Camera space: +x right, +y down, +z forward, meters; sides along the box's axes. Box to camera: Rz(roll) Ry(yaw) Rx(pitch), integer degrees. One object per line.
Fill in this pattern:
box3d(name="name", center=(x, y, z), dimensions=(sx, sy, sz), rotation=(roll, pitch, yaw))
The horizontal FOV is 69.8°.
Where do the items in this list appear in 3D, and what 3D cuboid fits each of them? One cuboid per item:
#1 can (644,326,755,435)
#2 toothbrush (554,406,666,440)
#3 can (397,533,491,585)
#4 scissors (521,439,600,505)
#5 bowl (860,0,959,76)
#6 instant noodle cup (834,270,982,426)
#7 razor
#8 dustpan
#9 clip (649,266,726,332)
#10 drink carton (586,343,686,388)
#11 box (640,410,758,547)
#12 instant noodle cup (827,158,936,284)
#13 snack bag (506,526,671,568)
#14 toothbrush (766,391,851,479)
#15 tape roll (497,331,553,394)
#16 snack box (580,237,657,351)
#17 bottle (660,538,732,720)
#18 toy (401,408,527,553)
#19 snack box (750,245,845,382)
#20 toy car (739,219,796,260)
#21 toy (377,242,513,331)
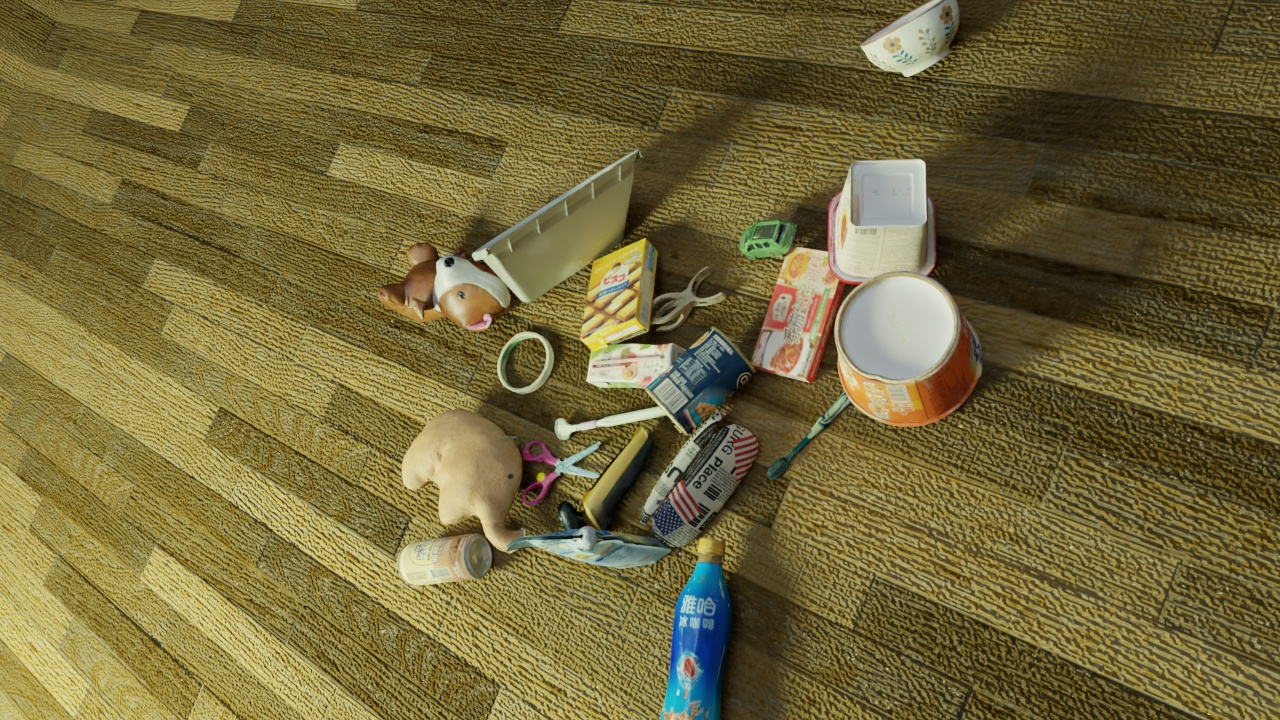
box3d(name="can", center=(0.068, 0.025, 1.067), dimensions=(0.111, 0.075, 0.075), rotation=(-42, 57, -3))
box3d(name="toothbrush", center=(-0.024, 0.072, 1.152), dimensions=(0.190, 0.020, 0.029), rotation=(-12, 98, 25))
box3d(name="can", center=(-0.255, 0.261, 1.199), dimensions=(0.116, 0.058, 0.058), rotation=(-12, 68, 27))
box3d(name="scissors", center=(-0.106, 0.130, 1.181), dimensions=(0.134, 0.017, 0.113), rotation=(-33, 56, 18))
box3d(name="bowl", center=(0.320, -0.370, 1.062), dimensions=(0.114, 0.113, 0.062), rotation=(-28, 105, 19))
box3d(name="instant noodle cup", center=(0.270, -0.017, 0.946), dimensions=(0.152, 0.111, 0.151), rotation=(-8, 70, 21))
box3d(name="razor", center=(-0.039, 0.151, 1.115), dimensions=(0.067, 0.062, 0.167), rotation=(36, 88, 4))
box3d(name="dustpan", center=(-0.126, -0.190, 1.176), dimensions=(0.222, 0.258, 0.142), rotation=(-35, 73, -11))
box3d(name="clip", center=(0.054, -0.074, 1.147), dimensions=(0.100, 0.034, 0.071), rotation=(-31, 60, 13))
box3d(name="drink carton", center=(-0.007, 0.007, 1.147), dimensions=(0.123, 0.045, 0.053), rotation=(1, 75, 31))
box3d(name="box", center=(0.071, 0.141, 1.056), dimensions=(0.088, 0.076, 0.163), rotation=(39, 92, 11))
box3d(name="instant noodle cup", center=(0.261, -0.152, 0.984), dimensions=(0.117, 0.124, 0.116), rotation=(1, 74, 11))
box3d(name="snack bag", center=(-0.052, 0.206, 1.020), dimensions=(0.110, 0.191, 0.038), rotation=(-4, 73, 29))
box3d(name="toothbrush", center=(0.207, 0.063, 1.022), dimensions=(0.192, 0.018, 0.016), rotation=(-48, 57, 8))
box3d(name="tape roll", center=(-0.157, 0.003, 1.254), dimensions=(0.086, 0.014, 0.085), rotation=(-10, 69, 27))
box3d(name="snack box", center=(-0.026, -0.084, 1.167), dimensions=(0.087, 0.034, 0.140), rotation=(-20, 43, 30))
box3d(name="bottle", center=(0.066, 0.304, 0.997), dimensions=(0.065, 0.065, 0.218), rotation=(1, 73, 30))
box3d(name="toy", center=(-0.214, 0.150, 1.196), dimensions=(0.226, 0.082, 0.143), rotation=(34, 88, 33))
box3d(name="snack box", center=(0.187, -0.055, 1.068), dimensions=(0.075, 0.025, 0.152), rotation=(15, 82, 32))
box3d(name="toy car", center=(0.150, -0.147, 1.100), dimensions=(0.091, 0.036, 0.043), rotation=(1, 72, 63))
box3d(name="toy", center=(-0.262, -0.104, 1.294), dimensions=(0.200, 0.130, 0.139), rotation=(15, 62, 25))
